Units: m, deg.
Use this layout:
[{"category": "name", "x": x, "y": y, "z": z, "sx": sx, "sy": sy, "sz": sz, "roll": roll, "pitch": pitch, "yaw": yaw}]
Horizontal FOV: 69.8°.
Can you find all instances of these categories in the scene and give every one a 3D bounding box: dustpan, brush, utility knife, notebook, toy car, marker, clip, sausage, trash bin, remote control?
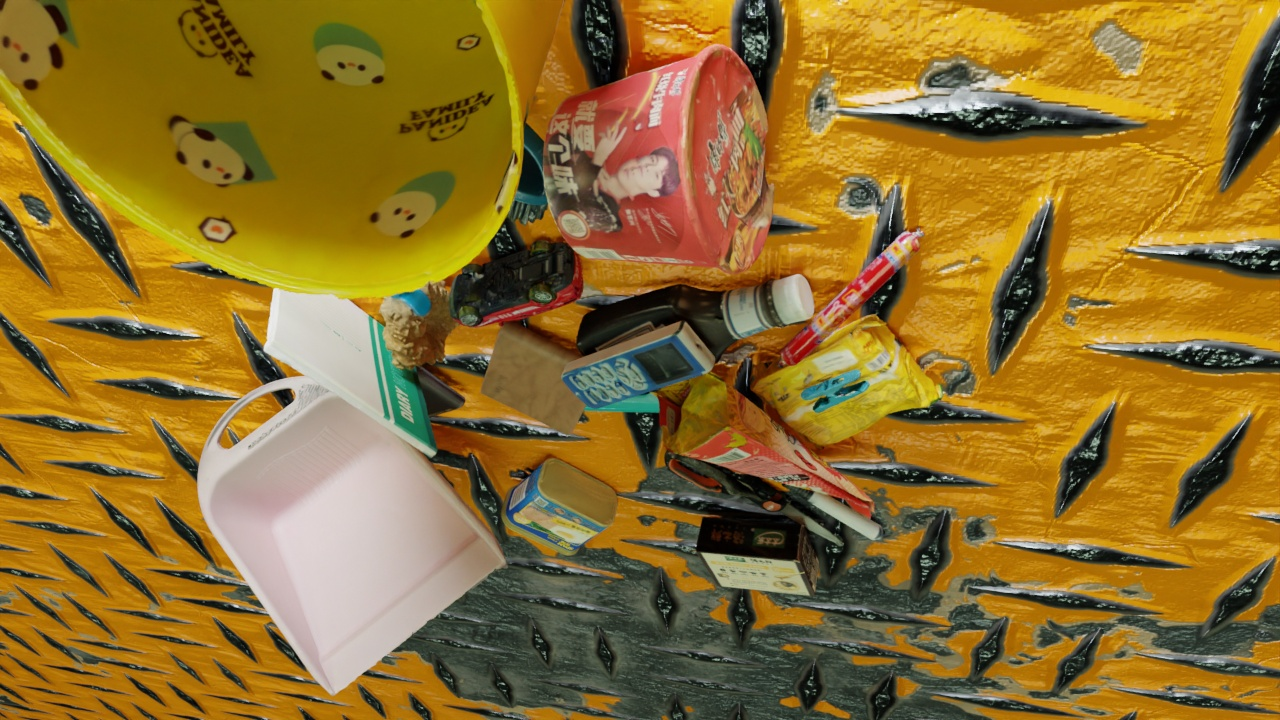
[{"category": "dustpan", "x": -0.308, "y": 0.157, "z": 0.912, "sx": 0.273, "sy": 0.222, "sz": 0.139, "roll": 46, "pitch": 172, "yaw": 27}, {"category": "brush", "x": -0.119, "y": -0.153, "z": 0.639, "sx": 0.144, "sy": 0.055, "sz": 0.074, "roll": 25, "pitch": 140, "yaw": -12}, {"category": "utility knife", "x": -0.035, "y": 0.038, "z": 0.873, "sx": 0.171, "sy": 0.013, "sz": 0.029, "roll": 0, "pitch": 136, "yaw": 22}, {"category": "notebook", "x": -0.237, "y": -0.011, "z": 0.753, "sx": 0.012, "sy": 0.209, "sz": 0.150, "roll": -46, "pitch": 120, "yaw": 5}, {"category": "toy car", "x": -0.101, "y": -0.058, "z": 0.748, "sx": 0.121, "sy": 0.052, "sz": 0.045, "roll": -11, "pitch": 150, "yaw": 23}, {"category": "brush", "x": -0.188, "y": -0.076, "z": 0.709, "sx": 0.046, "sy": 0.083, "sz": 0.255, "roll": 25, "pitch": 152, "yaw": 15}, {"category": "marker", "x": 0.197, "y": 0.148, "z": 0.929, "sx": 0.130, "sy": 0.018, "sz": 0.023, "roll": 31, "pitch": 129, "yaw": -18}, {"category": "clip", "x": 0.156, "y": 0.025, "z": 0.734, "sx": 0.057, "sy": 0.014, "sz": 0.046, "roll": -29, "pitch": 116, "yaw": 38}, {"category": "sausage", "x": 0.155, "y": -0.044, "z": 0.692, "sx": 0.020, "sy": 0.020, "sz": 0.156, "roll": 30, "pitch": 125, "yaw": -18}, {"category": "trash bin", "x": -0.133, "y": -0.198, "z": 0.433, "sx": 0.230, "sy": 0.254, "sz": 0.230, "roll": 9, "pitch": 140, "yaw": 7}, {"category": "remote control", "x": -0.004, "y": 0.004, "z": 0.745, "sx": 0.125, "sy": 0.024, "sz": 0.049, "roll": -18, "pitch": 129, "yaw": 33}]

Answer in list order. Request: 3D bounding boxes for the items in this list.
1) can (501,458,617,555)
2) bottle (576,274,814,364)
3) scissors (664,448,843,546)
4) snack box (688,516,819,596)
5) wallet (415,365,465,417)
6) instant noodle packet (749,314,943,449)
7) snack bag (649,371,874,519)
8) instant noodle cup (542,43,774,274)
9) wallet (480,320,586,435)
[{"category": "can", "x": -0.086, "y": 0.159, "z": 0.998, "sx": 0.102, "sy": 0.057, "sz": 0.083, "roll": 30, "pitch": 136, "yaw": -19}, {"category": "bottle", "x": 0.044, "y": -0.028, "z": 0.747, "sx": 0.195, "sy": 0.043, "sz": 0.080, "roll": -14, "pitch": 133, "yaw": 29}, {"category": "scissors", "x": 0.134, "y": 0.134, "z": 0.927, "sx": 0.235, "sy": 0.021, "sz": 0.125, "roll": 20, "pitch": 140, "yaw": -6}, {"category": "snack box", "x": 0.124, "y": 0.210, "z": 0.981, "sx": 0.113, "sy": 0.053, "sz": 0.126, "roll": 1, "pitch": 146, "yaw": 21}, {"category": "wallet", "x": -0.246, "y": 0.018, "z": 0.906, "sx": 0.097, "sy": 0.020, "sz": 0.122, "roll": -15, "pitch": 134, "yaw": 43}, {"category": "instant noodle packet", "x": 0.169, "y": 0.018, "z": 0.763, "sx": 0.129, "sy": 0.044, "sz": 0.110, "roll": -28, "pitch": 123, "yaw": 36}, {"category": "snack bag", "x": 0.106, "y": 0.079, "z": 0.799, "sx": 0.207, "sy": 0.073, "sz": 0.129, "roll": 31, "pitch": 172, "yaw": -39}, {"category": "instant noodle cup", "x": 0.010, "y": -0.121, "z": 0.583, "sx": 0.109, "sy": 0.137, "sz": 0.138, "roll": 0, "pitch": 139, "yaw": 29}, {"category": "wallet", "x": -0.094, "y": 0.019, "z": 0.856, "sx": 0.101, "sy": 0.020, "sz": 0.116, "roll": 25, "pitch": 139, "yaw": -2}]
